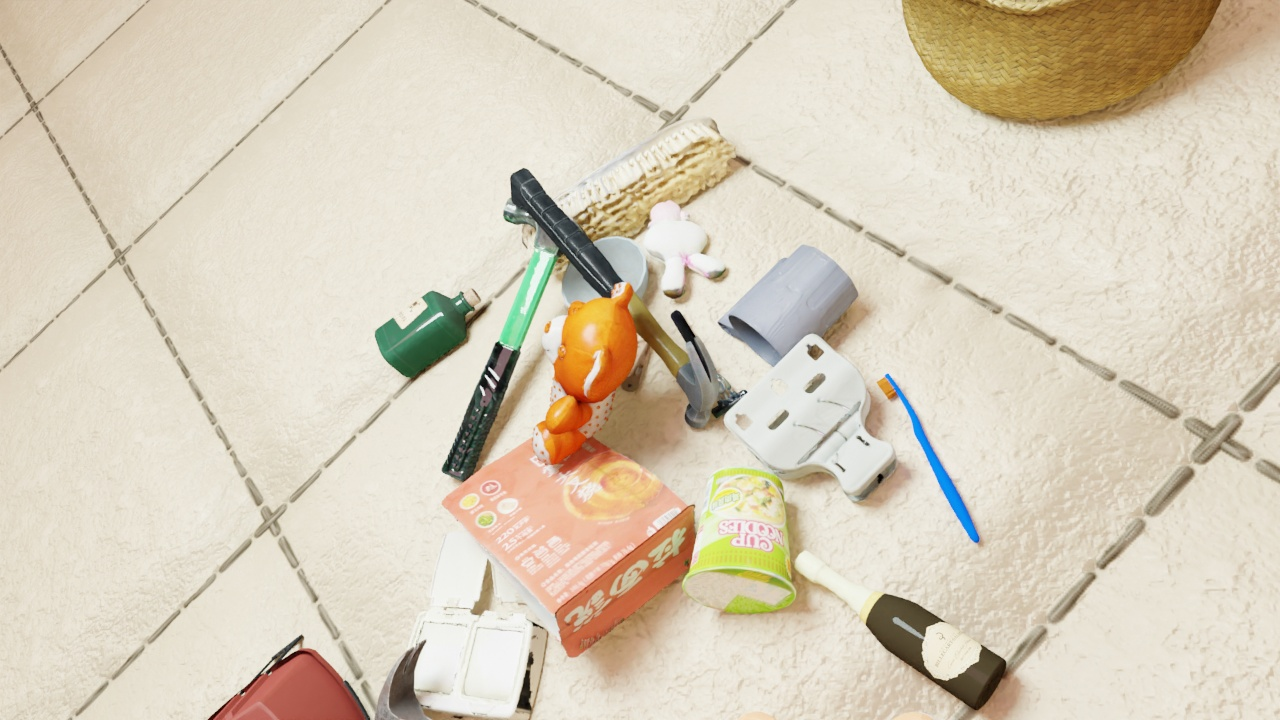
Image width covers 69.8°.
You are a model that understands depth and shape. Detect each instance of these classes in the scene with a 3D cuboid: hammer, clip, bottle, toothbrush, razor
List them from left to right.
[{"bbox_3d":[-0.253,-0.043,1.123,0.131,0.061,0.061,-35,50,4],"label":"bottle"},{"bbox_3d":[-0.146,-0.017,1.025,0.130,0.032,0.318,22,89,14],"label":"hammer"},{"bbox_3d":[-0.107,0.358,0.808,0.315,0.034,0.138,16,107,26],"label":"hammer"},{"bbox_3d":[-0.032,-0.079,0.943,0.025,0.118,0.333,-33,69,-21],"label":"hammer"},{"bbox_3d":[-0.005,0.008,1.001,0.024,0.041,0.060,14,50,31],"label":"clip"},{"bbox_3d":[0.064,-0.004,0.968,0.043,0.022,0.144,-33,53,4],"label":"razor"},{"bbox_3d":[0.172,0.067,0.862,0.126,0.096,0.152,-46,74,0],"label":"clip"},{"bbox_3d":[0.205,0.213,0.758,0.185,0.045,0.045,30,78,36],"label":"bottle"},{"bbox_3d":[0.257,0.085,0.826,0.018,0.016,0.182,-29,53,14],"label":"toothbrush"}]

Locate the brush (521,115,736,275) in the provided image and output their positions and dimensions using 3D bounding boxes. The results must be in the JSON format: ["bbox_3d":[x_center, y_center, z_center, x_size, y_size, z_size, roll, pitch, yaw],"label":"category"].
[{"bbox_3d":[-0.017,-0.193,1.080,0.271,0.083,0.056,-30,52,7],"label":"brush"}]

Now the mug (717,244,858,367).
[{"bbox_3d":[0.145,-0.057,0.933,0.104,0.084,0.124,-46,26,-5],"label":"mug"}]

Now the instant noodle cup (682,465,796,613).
[{"bbox_3d":[0.091,0.157,0.822,0.099,0.099,0.107,-8,52,22],"label":"instant noodle cup"}]

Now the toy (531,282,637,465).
[{"bbox_3d":[-0.058,0.005,0.892,0.093,0.173,0.163,19,54,-8],"label":"toy"}]

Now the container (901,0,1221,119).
[{"bbox_3d":[0.421,-0.397,0.915,0.308,0.196,0.306,-13,58,21],"label":"container"}]

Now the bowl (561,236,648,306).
[{"bbox_3d":[-0.035,-0.088,1.055,0.106,0.039,0.106,-12,58,20],"label":"bowl"}]

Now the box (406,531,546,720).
[{"bbox_3d":[-0.163,0.258,0.912,0.144,0.050,0.183,-4,62,24],"label":"box"}]

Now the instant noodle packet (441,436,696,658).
[{"bbox_3d":[-0.074,0.147,0.883,0.164,0.084,0.221,-35,48,-24],"label":"instant noodle packet"}]

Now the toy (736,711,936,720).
[{"bbox_3d":[0.123,0.361,0.580,0.263,0.266,0.279,-8,44,20],"label":"toy"}]

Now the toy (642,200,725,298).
[{"bbox_3d":[0.043,-0.129,1.036,0.079,0.038,0.122,-16,66,-8],"label":"toy"}]

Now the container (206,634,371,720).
[{"bbox_3d":[-0.356,0.366,0.917,0.148,0.201,0.127,-38,89,1],"label":"container"}]
